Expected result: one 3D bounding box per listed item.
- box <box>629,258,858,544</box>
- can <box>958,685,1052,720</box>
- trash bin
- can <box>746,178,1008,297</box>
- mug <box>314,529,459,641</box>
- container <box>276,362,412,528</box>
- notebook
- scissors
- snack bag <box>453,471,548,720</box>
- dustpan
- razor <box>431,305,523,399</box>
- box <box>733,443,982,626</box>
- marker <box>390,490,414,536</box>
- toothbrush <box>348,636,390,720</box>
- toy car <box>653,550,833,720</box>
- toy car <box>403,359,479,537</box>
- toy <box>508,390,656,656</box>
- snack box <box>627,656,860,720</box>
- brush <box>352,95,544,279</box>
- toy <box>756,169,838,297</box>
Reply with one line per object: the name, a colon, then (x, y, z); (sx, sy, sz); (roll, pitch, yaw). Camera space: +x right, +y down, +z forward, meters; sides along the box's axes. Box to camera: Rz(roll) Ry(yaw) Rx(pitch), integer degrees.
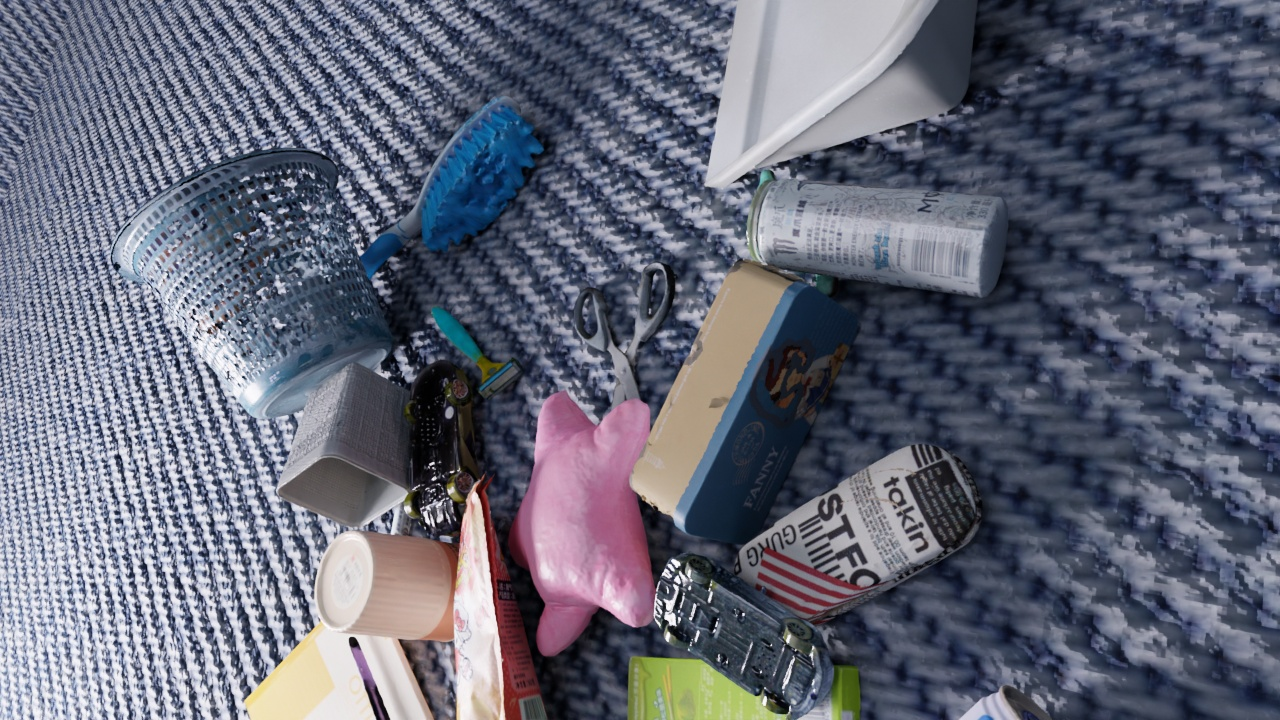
box: (0.064, 0.033, 0.586); (0.060, 0.089, 0.184); (26, 95, 42)
can: (0.154, 0.226, 0.460); (0.135, 0.053, 0.053); (-51, 49, 15)
trash bin: (-0.351, -0.060, 0.888); (0.227, 0.226, 0.195); (-33, 86, 27)
can: (0.142, -0.077, 0.557); (0.147, 0.058, 0.058); (12, 83, 30)
mug: (-0.207, 0.182, 0.752); (0.115, 0.105, 0.081); (3, 76, 41)
container: (-0.263, 0.074, 0.841); (0.090, 0.090, 0.114); (-32, 41, 29)
notebook: (-0.273, 0.310, 0.812); (0.207, 0.010, 0.146); (-45, 62, 20)
scissors: (-0.011, 0.002, 0.714); (0.159, 0.014, 0.178); (-56, 50, 14)
snack bag: (-0.109, 0.196, 0.676); (0.129, 0.073, 0.207); (115, 147, -66)
dustpan: (0.126, -0.256, 0.601); (0.258, 0.142, 0.222); (1, 75, 40)
razor: (-0.155, -0.012, 0.830); (0.043, 0.028, 0.132); (-43, 51, -9)
box: (0.119, 0.107, 0.535); (0.165, 0.055, 0.070); (-41, 71, 26)
marker: (-0.222, 0.181, 0.827); (0.017, 0.017, 0.145); (-4, 72, 40)
toothbrush: (-0.206, 0.310, 0.752); (0.017, 0.014, 0.189); (-54, 56, 33)
toy car: (0.059, 0.158, 0.540); (0.121, 0.036, 0.054); (28, 110, 35)
toy car: (-0.172, 0.075, 0.803); (0.070, 0.042, 0.158); (-22, 65, 33)
toy: (-0.049, 0.110, 0.666); (0.179, 0.074, 0.194); (-30, 56, 45)
snack box: (0.058, 0.228, 0.561); (0.157, 0.026, 0.085); (-13, 67, 37)
brush: (-0.214, -0.140, 0.915); (0.315, 0.060, 0.109); (-46, 45, 22)
toy: (0.114, -0.090, 0.626); (0.092, 0.030, 0.096); (0, 82, 43)
